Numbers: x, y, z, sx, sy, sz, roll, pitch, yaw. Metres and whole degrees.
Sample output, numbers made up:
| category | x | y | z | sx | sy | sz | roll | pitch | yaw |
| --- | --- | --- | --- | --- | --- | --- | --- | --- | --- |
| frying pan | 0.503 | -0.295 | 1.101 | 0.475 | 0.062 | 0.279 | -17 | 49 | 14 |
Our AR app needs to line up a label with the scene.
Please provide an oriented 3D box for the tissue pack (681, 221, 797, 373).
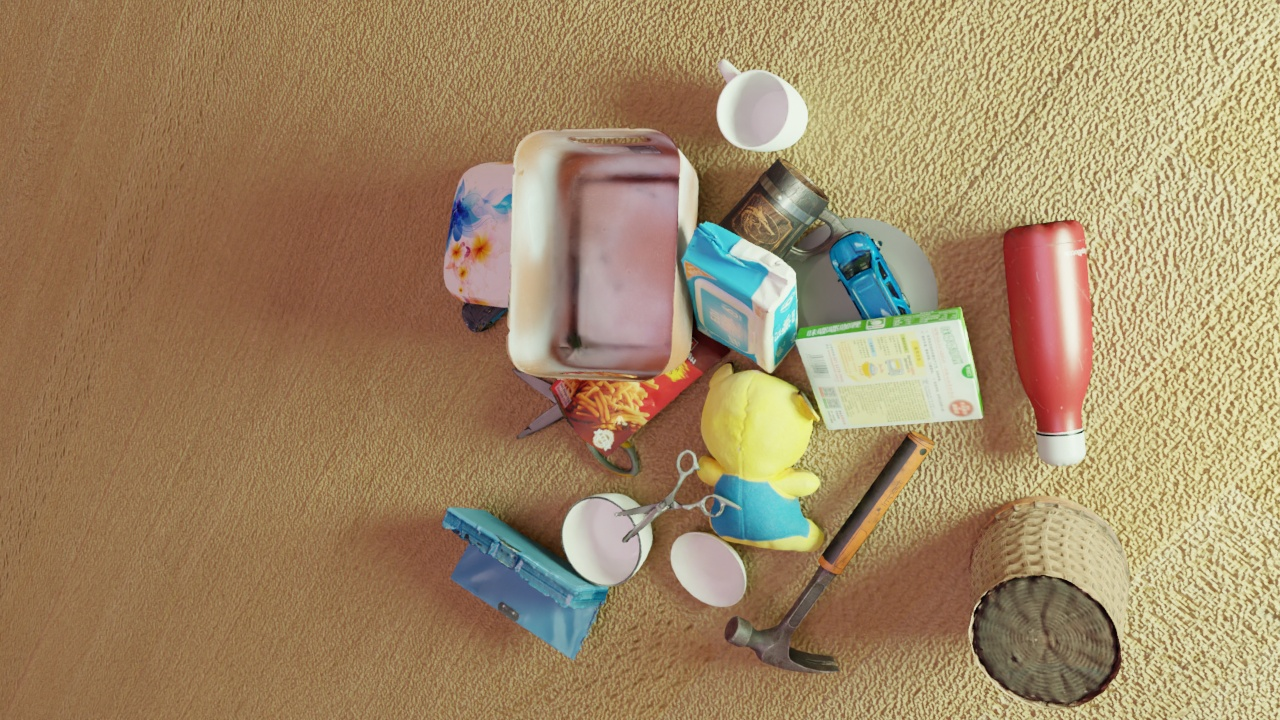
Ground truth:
| category | x | y | z | sx | sy | sz | roll | pitch | yaw |
| --- | --- | --- | --- | --- | --- | --- | --- | --- | --- |
| tissue pack | 0.109 | -0.066 | 0.980 | 0.117 | 0.209 | 0.066 | 34 | 76 | 20 |

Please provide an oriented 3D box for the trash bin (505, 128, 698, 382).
| category | x | y | z | sx | sy | sz | roll | pitch | yaw |
| --- | --- | --- | --- | --- | --- | --- | --- | --- | --- |
| trash bin | -0.034 | -0.109 | 1.015 | 0.182 | 0.157 | 0.259 | 2 | 92 | 13 |

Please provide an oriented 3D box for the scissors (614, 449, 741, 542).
| category | x | y | z | sx | sy | sz | roll | pitch | yaw |
| --- | --- | --- | --- | --- | --- | --- | --- | --- | --- |
| scissors | 0.039 | 0.176 | 1.065 | 0.147 | 0.014 | 0.142 | 34 | 102 | 34 |

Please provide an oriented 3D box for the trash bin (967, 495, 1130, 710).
| category | x | y | z | sx | sy | sz | roll | pitch | yaw |
| --- | --- | --- | --- | --- | --- | --- | --- | --- | --- |
| trash bin | 0.379 | 0.226 | 0.870 | 0.151 | 0.209 | 0.151 | 4 | 98 | 27 |

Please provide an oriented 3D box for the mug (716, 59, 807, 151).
| category | x | y | z | sx | sy | sz | roll | pitch | yaw |
| --- | --- | --- | --- | --- | --- | --- | --- | --- | --- |
| mug | 0.127 | -0.280 | 0.996 | 0.081 | 0.087 | 0.114 | -40 | 79 | 26 |

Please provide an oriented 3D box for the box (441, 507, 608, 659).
| category | x | y | z | sx | sy | sz | roll | pitch | yaw |
| --- | --- | --- | --- | --- | --- | --- | --- | --- | --- |
| box | -0.169 | 0.292 | 1.202 | 0.232 | 0.094 | 0.112 | 25 | 90 | 28 |

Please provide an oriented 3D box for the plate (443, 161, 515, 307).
| category | x | y | z | sx | sy | sz | roll | pitch | yaw |
| --- | --- | --- | --- | --- | --- | --- | --- | --- | --- |
| plate | -0.190 | -0.164 | 1.174 | 0.187 | 0.016 | 0.187 | 10 | 91 | 42 |

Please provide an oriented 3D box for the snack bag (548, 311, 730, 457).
| category | x | y | z | sx | sy | sz | roll | pitch | yaw |
| --- | --- | --- | --- | --- | --- | --- | --- | --- | --- |
| snack bag | -0.007 | 0.007 | 1.121 | 0.208 | 0.066 | 0.139 | -44 | 76 | 10 |

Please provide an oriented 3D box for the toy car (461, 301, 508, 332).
| category | x | y | z | sx | sy | sz | roll | pitch | yaw |
| --- | --- | --- | --- | --- | --- | --- | --- | --- | --- |
| toy car | -0.196 | -0.078 | 1.221 | 0.106 | 0.032 | 0.048 | -38 | 80 | 32 |

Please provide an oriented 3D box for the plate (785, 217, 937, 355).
| category | x | y | z | sx | sy | sz | roll | pitch | yaw |
| --- | --- | --- | --- | --- | --- | --- | --- | --- | --- |
| plate | 0.235 | -0.067 | 1.013 | 0.179 | 0.012 | 0.178 | 4 | 99 | 27 |

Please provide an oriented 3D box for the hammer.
| category | x | y | z | sx | sy | sz | roll | pitch | yaw |
| --- | --- | --- | --- | --- | --- | --- | --- | --- | --- |
| hammer | 0.235 | 0.218 | 1.026 | 0.137 | 0.035 | 0.315 | 29 | 103 | -13 |

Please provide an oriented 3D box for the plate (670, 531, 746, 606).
| category | x | y | z | sx | sy | sz | roll | pitch | yaw |
| --- | --- | --- | --- | --- | --- | --- | --- | --- | --- |
| plate | 0.087 | 0.249 | 1.117 | 0.104 | 0.026 | 0.104 | 17 | 122 | 30 |

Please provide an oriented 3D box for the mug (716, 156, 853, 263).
| category | x | y | z | sx | sy | sz | roll | pitch | yaw |
| --- | --- | --- | --- | --- | --- | --- | --- | --- | --- |
| mug | 0.158 | -0.146 | 1.010 | 0.116 | 0.079 | 0.107 | 40 | 113 | -2 |

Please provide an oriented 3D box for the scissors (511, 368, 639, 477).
| category | x | y | z | sx | sy | sz | roll | pitch | yaw |
| --- | --- | --- | --- | --- | --- | --- | --- | --- | --- |
| scissors | -0.073 | 0.064 | 1.186 | 0.226 | 0.016 | 0.229 | -39 | 80 | 25 |

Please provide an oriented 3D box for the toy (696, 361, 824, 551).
| category | x | y | z | sx | sy | sz | roll | pitch | yaw |
| --- | --- | --- | --- | --- | --- | --- | --- | --- | --- |
| toy | 0.134 | 0.115 | 1.051 | 0.149 | 0.083 | 0.214 | 5 | 102 | 25 |

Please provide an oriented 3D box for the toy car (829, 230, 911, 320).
| category | x | y | z | sx | sy | sz | roll | pitch | yaw |
| --- | --- | --- | --- | --- | --- | --- | --- | --- | --- |
| toy car | 0.245 | -0.080 | 0.973 | 0.056 | 0.043 | 0.120 | -30 | 83 | 27 |

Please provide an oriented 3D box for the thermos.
| category | x | y | z | sx | sy | sz | roll | pitch | yaw |
| --- | --- | --- | --- | --- | --- | --- | --- | --- | --- |
| thermos | 0.404 | -0.015 | 0.900 | 0.073 | 0.073 | 0.240 | -5 | 95 | 27 |

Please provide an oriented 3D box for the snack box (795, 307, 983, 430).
| category | x | y | z | sx | sy | sz | roll | pitch | yaw |
| --- | --- | --- | --- | --- | --- | --- | --- | --- | --- |
| snack box | 0.262 | 0.013 | 0.968 | 0.168 | 0.027 | 0.132 | -7 | 126 | 28 |

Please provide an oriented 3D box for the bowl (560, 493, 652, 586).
| category | x | y | z | sx | sy | sz | roll | pitch | yaw |
| --- | --- | --- | --- | --- | --- | --- | --- | --- | --- |
| bowl | -0.036 | 0.221 | 1.162 | 0.116 | 0.065 | 0.116 | 4 | 99 | 26 |
